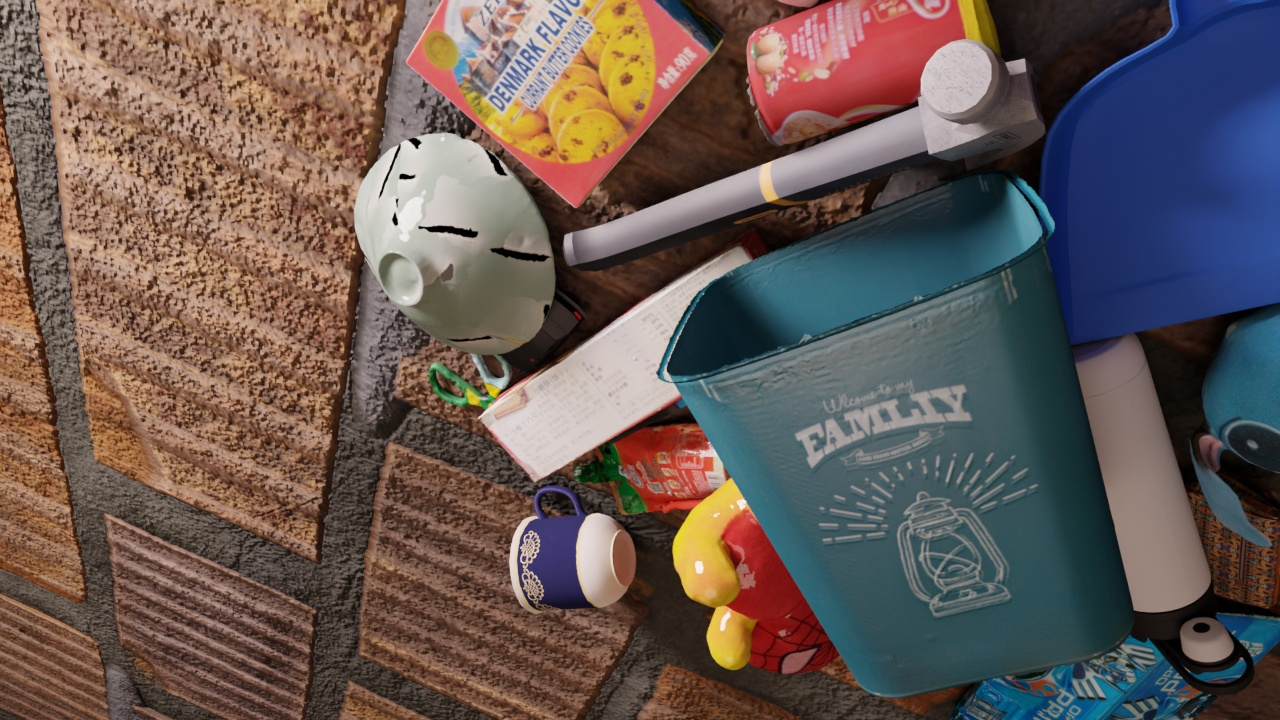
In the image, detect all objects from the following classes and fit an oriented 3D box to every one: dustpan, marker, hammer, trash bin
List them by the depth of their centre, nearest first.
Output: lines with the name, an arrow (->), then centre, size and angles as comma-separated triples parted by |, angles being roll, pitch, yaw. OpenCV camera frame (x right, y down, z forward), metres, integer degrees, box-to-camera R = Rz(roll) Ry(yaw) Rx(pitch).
dustpan -> 0.294, -0.146, 0.448 | 0.246, 0.059, 0.257 | -15, 98, 38
trash bin -> 0.150, 0.042, 0.507 | 0.197, 0.198, 0.219 | -21, 106, 21
hammer -> 0.074, -0.103, 0.544 | 0.313, 0.139, 0.035 | -13, 85, 38
marker -> 0.018, 0.039, 0.717 | 0.123, 0.018, 0.015 | -30, 113, 30

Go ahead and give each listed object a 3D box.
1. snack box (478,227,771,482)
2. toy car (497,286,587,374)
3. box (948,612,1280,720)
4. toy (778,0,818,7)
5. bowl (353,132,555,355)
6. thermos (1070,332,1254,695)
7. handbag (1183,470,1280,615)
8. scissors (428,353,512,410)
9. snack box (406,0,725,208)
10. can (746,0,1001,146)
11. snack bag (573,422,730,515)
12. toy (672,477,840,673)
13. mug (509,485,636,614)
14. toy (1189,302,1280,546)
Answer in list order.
snack box -> -0.004, 0.004, 0.684 | 0.274, 0.044, 0.076 | -33, 104, 32
toy car -> -0.081, -0.020, 0.704 | 0.042, 0.036, 0.092 | 40, 129, -11
box -> 0.375, 0.266, 0.735 | 0.175, 0.060, 0.244 | 18, 130, 6
toy -> 0.040, -0.246, 0.458 | 0.179, 0.101, 0.139 | 30, 145, -25
bowl -> -0.151, -0.069, 0.652 | 0.174, 0.067, 0.174 | 13, 120, 22
thermos -> 0.317, 0.092, 0.580 | 0.068, 0.101, 0.230 | -25, 106, 5
handbag -> 0.429, 0.135, 0.567 | 0.196, 0.043, 0.093 | 31, 147, 52
scissors -> -0.116, 0.034, 0.774 | 0.131, 0.012, 0.108 | 36, 129, -7
snack box -> -0.049, -0.191, 0.562 | 0.145, 0.040, 0.143 | 40, 129, -11
can -> 0.125, -0.167, 0.498 | 0.125, 0.066, 0.067 | -12, 120, 28
snack bag -> 0.010, 0.090, 0.754 | 0.155, 0.044, 0.087 | -9, 112, 31
toy -> 0.107, 0.171, 0.716 | 0.147, 0.098, 0.216 | -36, 134, -1
mug -> -0.056, 0.165, 0.812 | 0.089, 0.085, 0.112 | -9, 86, 23
toy -> 0.425, 0.017, 0.511 | 0.191, 0.098, 0.224 | 25, 108, -2
